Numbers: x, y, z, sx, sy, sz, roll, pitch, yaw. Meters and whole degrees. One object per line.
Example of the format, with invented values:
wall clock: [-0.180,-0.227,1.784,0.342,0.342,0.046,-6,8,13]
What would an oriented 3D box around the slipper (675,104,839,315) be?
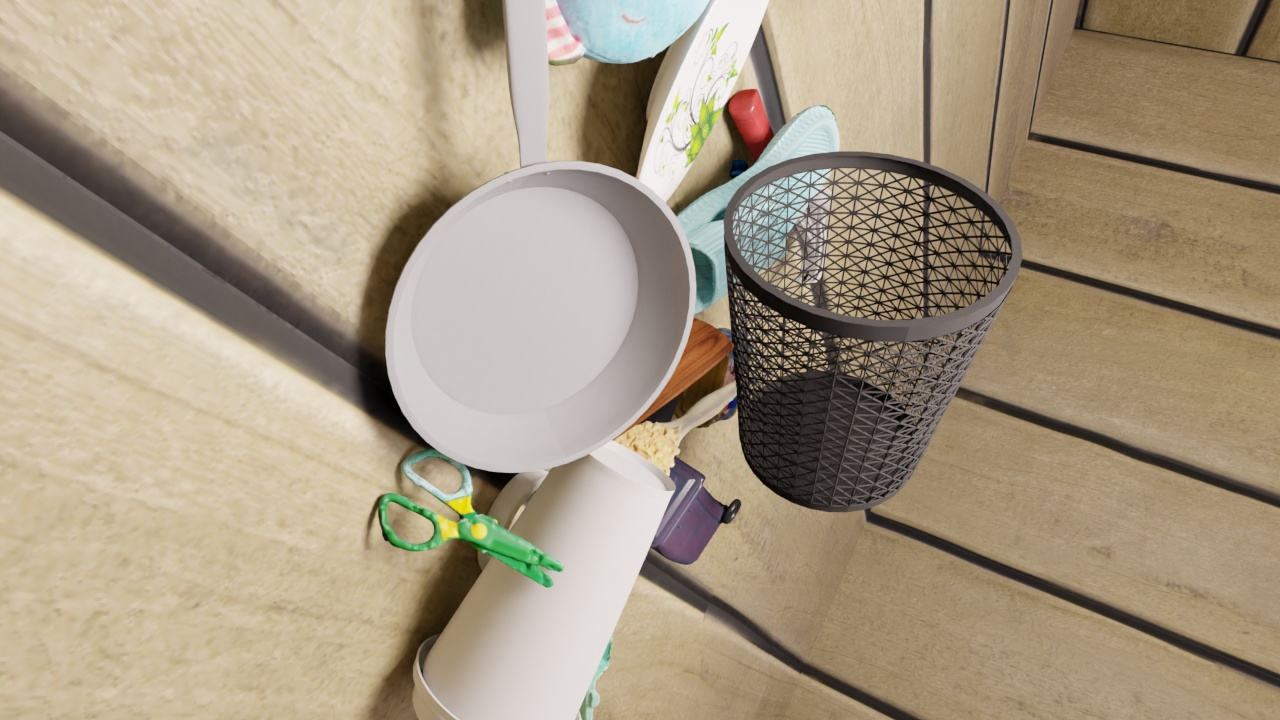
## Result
slipper: [0.108,-0.128,0.835,0.275,0.069,0.116,-46,146,-18]

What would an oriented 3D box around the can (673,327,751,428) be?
can: [0.074,0.019,0.958,0.058,0.054,0.100,-18,124,-59]

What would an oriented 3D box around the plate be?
plate: [0.039,-0.214,0.687,0.229,0.030,0.229,-60,174,-11]

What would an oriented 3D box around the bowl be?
bowl: [-0.004,0.004,0.737,0.147,0.069,0.147,-36,-179,0]

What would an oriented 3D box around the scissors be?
scissors: [-0.101,0.103,0.589,0.071,0.130,0.014,-68,-168,-15]

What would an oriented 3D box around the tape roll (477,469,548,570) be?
tape roll: [-0.094,0.132,0.735,0.093,0.019,0.094,-45,147,-42]

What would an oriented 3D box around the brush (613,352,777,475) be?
brush: [0.056,0.048,0.853,0.271,0.078,0.062,-31,97,-45]

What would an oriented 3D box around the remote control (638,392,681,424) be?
remote control: [0.005,0.039,0.876,0.133,0.013,0.058,18,93,-67]

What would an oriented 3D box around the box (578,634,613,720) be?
box: [-0.051,0.282,0.909,0.137,0.057,0.187,-65,163,-59]

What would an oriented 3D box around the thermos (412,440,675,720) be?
thermos: [-0.063,0.167,0.655,0.222,0.131,0.131,-62,157,7]

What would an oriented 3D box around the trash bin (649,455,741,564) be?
trash bin: [0.026,0.139,0.906,0.092,0.094,0.161,-55,156,-8]

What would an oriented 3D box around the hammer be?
hammer: [0.150,-0.180,0.954,0.315,0.036,0.126,38,56,-61]

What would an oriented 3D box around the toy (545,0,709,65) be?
toy: [-0.007,-0.256,0.504,0.182,0.115,0.181,-38,133,-33]

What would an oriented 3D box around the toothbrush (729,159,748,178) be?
toothbrush: [0.127,-0.174,0.959,0.189,0.016,0.017,17,80,-67]

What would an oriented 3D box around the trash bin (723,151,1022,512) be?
trash bin: [0.172,-0.011,0.769,0.216,0.217,0.244,-50,152,-37]

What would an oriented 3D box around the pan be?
pan: [-0.060,-0.091,0.517,0.200,0.051,0.357,-18,123,-23]
